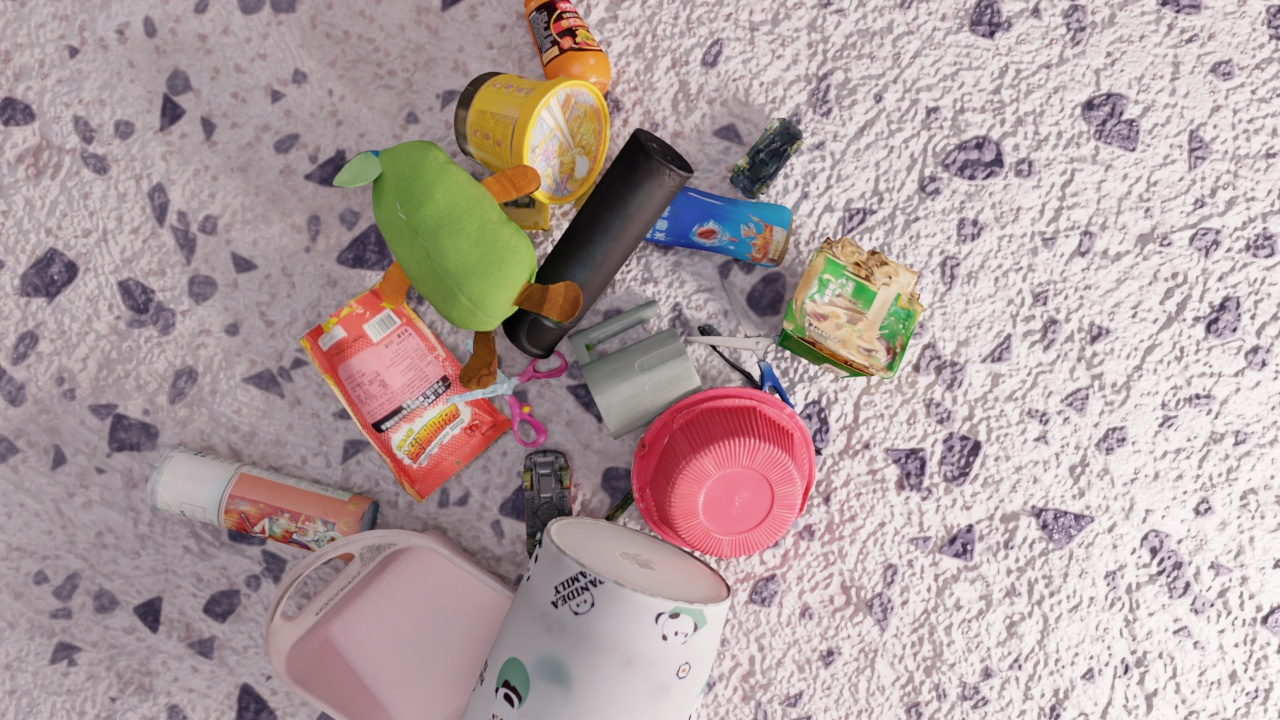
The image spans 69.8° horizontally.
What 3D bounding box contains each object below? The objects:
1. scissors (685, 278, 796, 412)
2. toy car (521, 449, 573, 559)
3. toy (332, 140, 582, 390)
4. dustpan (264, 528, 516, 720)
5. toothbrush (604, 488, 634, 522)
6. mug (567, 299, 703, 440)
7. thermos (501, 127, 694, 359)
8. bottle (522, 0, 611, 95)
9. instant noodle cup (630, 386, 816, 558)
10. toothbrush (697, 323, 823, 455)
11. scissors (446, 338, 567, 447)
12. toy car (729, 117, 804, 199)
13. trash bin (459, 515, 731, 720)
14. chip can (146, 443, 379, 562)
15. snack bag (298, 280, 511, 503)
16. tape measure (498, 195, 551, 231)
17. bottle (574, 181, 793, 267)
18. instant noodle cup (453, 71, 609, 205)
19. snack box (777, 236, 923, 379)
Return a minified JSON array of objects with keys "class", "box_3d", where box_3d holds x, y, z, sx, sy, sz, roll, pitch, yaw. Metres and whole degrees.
[{"class":"scissors","box_3d":[0.135,-0.010,0.954,0.162,0.012,0.176,-17,86,-6]},{"class":"toy car","box_3d":[-0.094,0.152,0.951,0.053,0.045,0.120,-2,87,2]},{"class":"toy","box_3d":[-0.171,-0.106,0.864,0.227,0.089,0.246,-34,91,25]},{"class":"dustpan","box_3d":[-0.227,0.291,0.910,0.273,0.139,0.222,44,91,-1]},{"class":"toothbrush","box_3d":[0.009,0.123,0.964,0.012,0.017,0.186,42,92,3]},{"class":"mug","box_3d":[-0.006,0.005,0.936,0.103,0.084,0.124,-24,67,0]},{"class":"thermos","box_3d":[-0.056,-0.114,0.890,0.090,0.068,0.243,40,113,-1]},{"class":"bottle","box_3d":[-0.084,-0.335,0.930,0.067,0.067,0.149,-25,85,1]},{"class":"instant noodle cup","box_3d":[0.090,0.125,0.911,0.193,0.065,0.194,-3,112,-7]},{"class":"toothbrush","box_3d":[0.128,0.030,0.964,0.016,0.014,0.189,-44,92,-11]},{"class":"scissors","box_3d":[-0.131,0.025,0.947,0.133,0.017,0.133,-41,101,-13]},{"class":"toy car","box_3d":[0.130,-0.207,0.945,0.043,0.034,0.090,37,89,1]},{"class":"trash bin","box_3d":[-0.044,0.297,0.857,0.229,0.229,0.252,19,95,-1]},{"class":"chip can","box_3d":[-0.382,0.147,0.939,0.215,0.071,0.071,15,92,-1]},{"class":"snack bag","box_3d":[-0.242,0.029,0.941,0.128,0.073,0.208,-39,97,-12]},{"class":"tape measure","box_3d":[-0.121,-0.163,0.949,0.057,0.029,0.060,0,92,1]},{"class":"bottle","box_3d":[0.042,-0.147,0.932,0.218,0.065,0.065,13,92,0]},{"class":"instant noodle cup","box_3d":[-0.110,-0.223,0.892,0.114,0.118,0.118,25,92,32]},{"class":"snack box","box_3d":[0.196,-0.040,0.902,0.118,0.106,0.117,28,73,0]}]
